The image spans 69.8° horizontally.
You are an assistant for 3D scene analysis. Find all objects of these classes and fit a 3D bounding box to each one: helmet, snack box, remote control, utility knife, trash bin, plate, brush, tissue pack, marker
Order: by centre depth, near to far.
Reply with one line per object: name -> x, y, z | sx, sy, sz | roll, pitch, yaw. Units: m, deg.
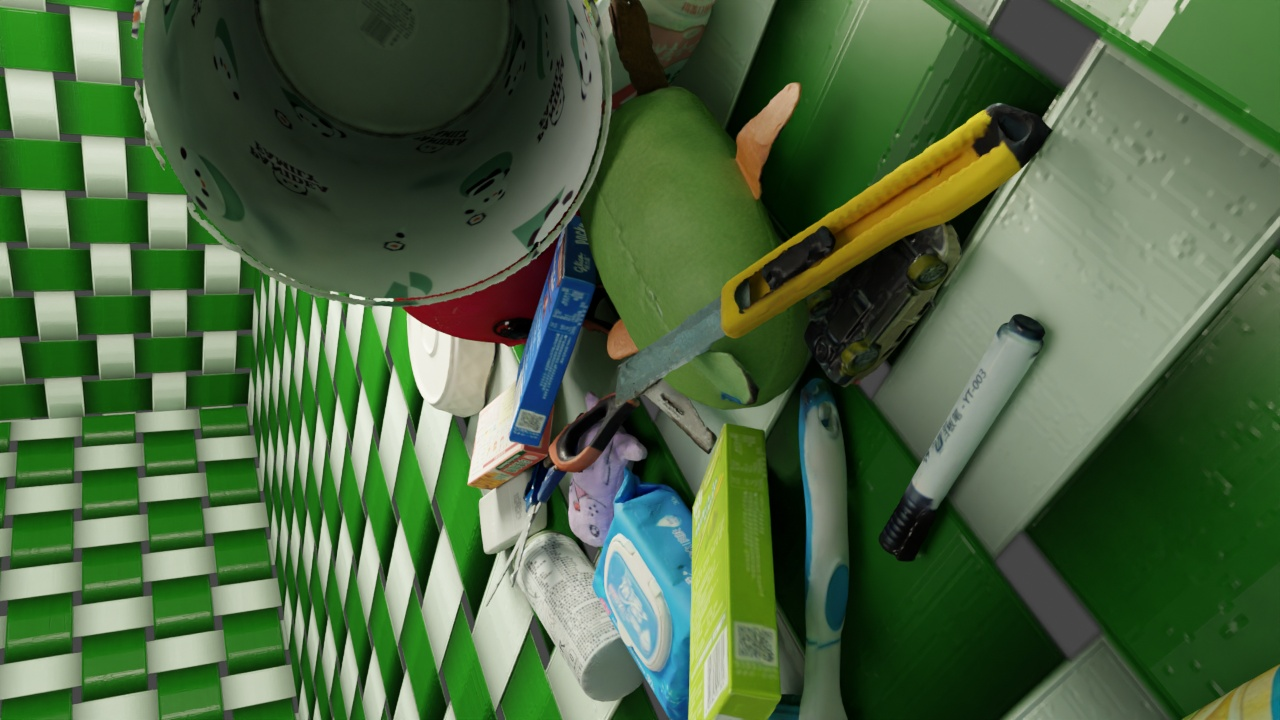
marker -> 0.136, 0.037, 0.393 | 0.022, 0.018, 0.131 | -113, 33, -47
utility knife -> 0.069, -0.039, 0.394 | 0.220, 0.015, 0.033 | -33, 58, 23
brush -> 0.085, 0.173, 0.472 | 0.110, 0.060, 0.314 | -27, 67, 53
snack box -> 0.047, 0.119, 0.482 | 0.156, 0.026, 0.086 | -86, 8, -45
trash bin -> -0.153, -0.190, 0.558 | 0.251, 0.229, 0.230 | -114, 32, -57
tissue pack -> 0.014, 0.149, 0.589 | 0.157, 0.052, 0.095 | 51, 138, 46
snack box -> -0.065, -0.020, 0.681 | 0.084, 0.026, 0.157 | -92, 20, -51
helmet -> -0.144, -0.116, 0.766 | 0.241, 0.143, 0.207 | -17, 76, 60
snack box -> -0.117, 0.064, 0.829 | 0.156, 0.027, 0.077 | -34, 45, 58
remote control -> -0.122, 0.144, 0.874 | 0.150, 0.021, 0.058 | -37, 58, 57
plate -> -0.210, -0.039, 0.993 | 0.205, 0.045, 0.205 | 14, 106, 61

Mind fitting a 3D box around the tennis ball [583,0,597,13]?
tennis ball -> -0.052, -0.263, 0.656 | 0.065, 0.065, 0.065 | 11, 103, 61

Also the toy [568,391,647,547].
toy -> -0.027, 0.088, 0.674 | 0.084, 0.038, 0.108 | 42, 124, 50

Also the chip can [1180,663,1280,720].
chip can -> 0.162, 0.172, 0.302 | 0.071, 0.071, 0.211 | 65, 145, 35

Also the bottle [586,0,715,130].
bottle -> -0.005, -0.198, 0.580 | 0.197, 0.068, 0.068 | -40, 58, 52

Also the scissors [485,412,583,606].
scissors -> -0.083, 0.114, 0.738 | 0.162, 0.012, 0.175 | -59, 11, 13

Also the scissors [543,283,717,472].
scissors -> -0.006, 0.007, 0.622 | 0.227, 0.015, 0.188 | -39, 44, 39

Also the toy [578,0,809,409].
toy -> 0.022, -0.074, 0.518 | 0.228, 0.089, 0.246 | -57, 48, 50

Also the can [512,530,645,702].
can -> -0.047, 0.191, 0.704 | 0.147, 0.058, 0.058 | 39, 127, 53

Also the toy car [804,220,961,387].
toy car -> 0.110, -0.031, 0.415 | 0.091, 0.035, 0.042 | -61, 43, 36
